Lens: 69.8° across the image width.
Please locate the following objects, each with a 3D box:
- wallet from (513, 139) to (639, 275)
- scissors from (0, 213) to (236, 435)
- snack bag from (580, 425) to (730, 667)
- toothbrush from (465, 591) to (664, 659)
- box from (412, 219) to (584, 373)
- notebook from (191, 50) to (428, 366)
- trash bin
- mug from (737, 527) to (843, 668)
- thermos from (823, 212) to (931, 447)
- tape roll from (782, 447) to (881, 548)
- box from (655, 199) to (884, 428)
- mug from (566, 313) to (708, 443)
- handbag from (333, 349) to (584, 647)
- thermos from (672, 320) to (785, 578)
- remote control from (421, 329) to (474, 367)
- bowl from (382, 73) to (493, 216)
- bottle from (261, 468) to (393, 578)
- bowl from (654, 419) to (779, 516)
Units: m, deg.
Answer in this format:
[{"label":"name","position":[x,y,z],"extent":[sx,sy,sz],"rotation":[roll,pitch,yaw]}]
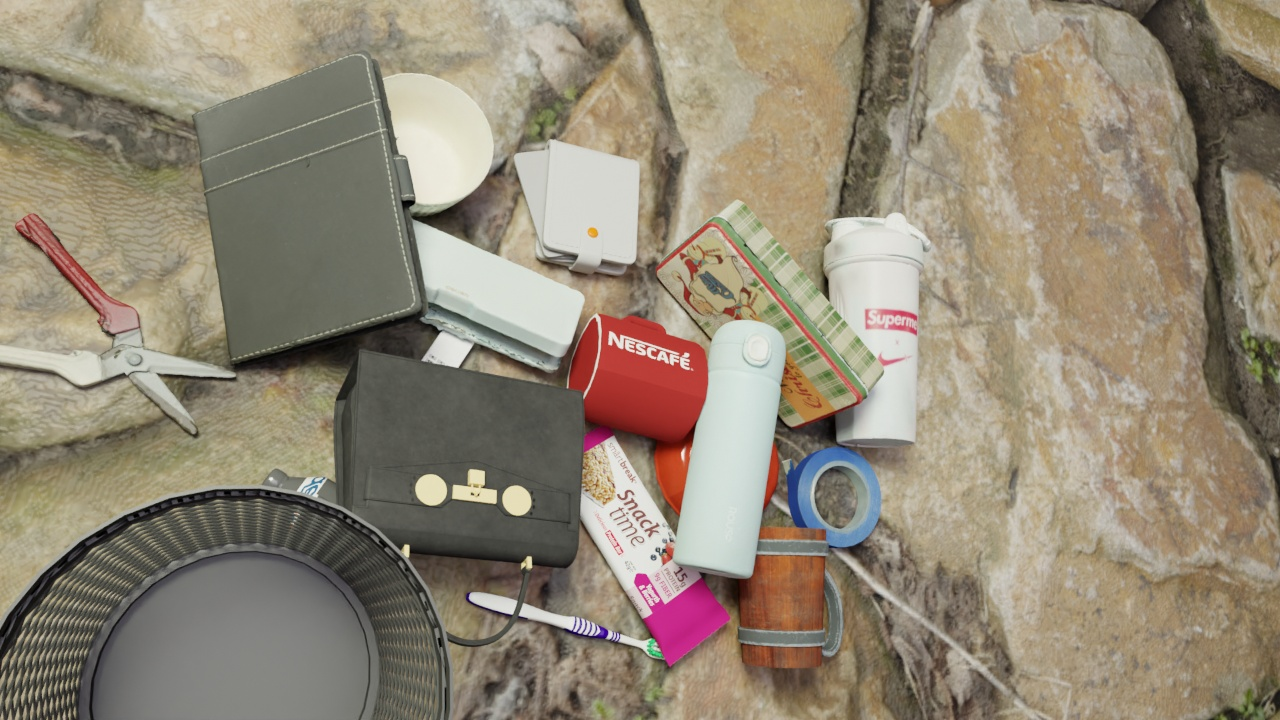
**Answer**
[{"label":"wallet","position":[-0.060,-0.138,0.819],"extent":[0.115,0.038,0.118],"rotation":[10,69,-20]},{"label":"scissors","position":[-0.405,-0.017,0.656],"extent":[0.179,0.015,0.198],"rotation":[-22,86,-27]},{"label":"snack bag","position":[-0.002,0.150,0.766],"extent":[0.070,0.016,0.196],"rotation":[-29,82,-29]},{"label":"toothbrush","position":[-0.051,0.214,0.738],"extent":[0.186,0.016,0.015],"rotation":[21,63,-16]},{"label":"box","position":[-0.145,-0.063,0.752],"extent":[0.199,0.067,0.083],"rotation":[22,72,-11]},{"label":"notebook","position":[-0.251,-0.115,0.695],"extent":[0.169,0.029,0.209],"rotation":[-14,84,10]},{"label":"trash bin","position":[-0.242,0.197,0.545],"extent":[0.217,0.228,0.217],"rotation":[6,74,-21]},{"label":"mug","position":[0.133,0.202,0.789],"extent":[0.117,0.082,0.111],"rotation":[11,75,-39]},{"label":"thermos","position":[0.226,-0.029,0.878],"extent":[0.099,0.099,0.220],"rotation":[6,78,-21]},{"label":"tape roll","position":[0.182,0.128,0.856],"extent":[0.093,0.016,0.091],"rotation":[-7,79,-24]},{"label":"box","position":[0.112,-0.036,0.818],"extent":[0.205,0.118,0.050],"rotation":[49,62,-6]},{"label":"mug","position":[-0.005,0.005,0.783],"extent":[0.096,0.081,0.116],"rotation":[16,41,-18]},{"label":"handbag","position":[-0.127,0.107,0.657],"extent":[0.175,0.072,0.195],"rotation":[12,51,-27]},{"label":"thermos","position":[0.076,0.070,0.755],"extent":[0.065,0.078,0.206],"rotation":[12,75,-3]},{"label":"remote control","position":[-0.178,0.027,0.738],"extent":[0.028,0.012,0.124],"rotation":[34,66,-10]},{"label":"bowl","position":[-0.185,-0.171,0.761],"extent":[0.115,0.063,0.115],"rotation":[6,74,-21]},{"label":"bottle","position":[-0.227,0.117,0.675],"extent":[0.112,0.047,0.046],"rotation":[34,66,-11]},{"label":"bowl","position":[0.075,0.089,0.813],"extent":[0.122,0.035,0.122],"rotation":[6,74,-21]}]
